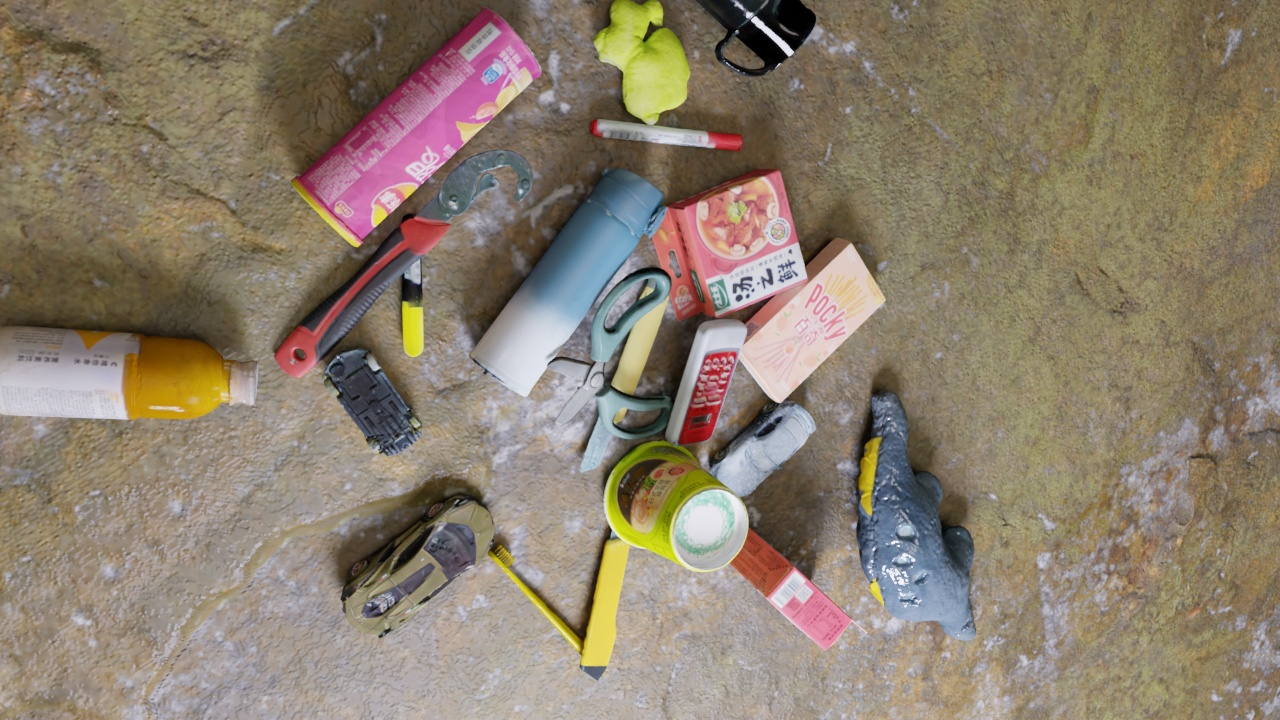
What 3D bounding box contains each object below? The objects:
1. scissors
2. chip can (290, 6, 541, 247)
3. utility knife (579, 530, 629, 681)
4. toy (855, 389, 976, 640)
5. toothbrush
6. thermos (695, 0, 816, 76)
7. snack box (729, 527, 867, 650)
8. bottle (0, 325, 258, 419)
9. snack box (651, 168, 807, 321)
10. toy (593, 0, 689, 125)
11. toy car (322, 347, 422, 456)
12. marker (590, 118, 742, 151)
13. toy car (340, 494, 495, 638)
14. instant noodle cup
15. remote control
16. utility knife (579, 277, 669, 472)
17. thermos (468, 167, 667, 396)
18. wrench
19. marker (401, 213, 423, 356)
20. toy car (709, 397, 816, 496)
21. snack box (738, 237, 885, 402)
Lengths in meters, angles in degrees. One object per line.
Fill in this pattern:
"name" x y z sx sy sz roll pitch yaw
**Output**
"scissors" -0.005 0.004 0.855 0.171 0.019 0.170 -54 134 0
"chip can" -0.178 -0.188 0.742 0.210 0.071 0.071 -44 114 -5
"utility knife" -0.028 0.219 0.928 0.033 0.015 0.216 10 94 -29
"toy" 0.303 0.208 1.015 0.137 0.092 0.356 -44 118 -35
"toothbrush" -0.089 0.251 0.918 0.016 0.016 0.190 -42 113 -13
"thermos" 0.042 -0.343 0.779 0.242 0.068 0.090 36 85 -24
"snack box" 0.154 0.238 0.948 0.044 0.113 0.127 -48 114 -4
"bottle" -0.401 0.012 0.715 0.189 0.068 0.068 4 102 -20
"snack box" 0.083 -0.107 0.870 0.127 0.044 0.113 -24 111 -12
"toy" 0.006 -0.265 0.809 0.100 0.031 0.096 26 92 -23
"toy car" -0.234 0.035 0.801 0.049 0.031 0.105 -34 114 -10
"marker" 0.025 -0.206 0.838 0.145 0.017 0.017 1 103 -19
"toy car" -0.204 0.189 0.849 0.158 0.042 0.070 -40 114 -9
"instant noodle cup" 0.039 0.142 0.870 0.111 0.123 0.112 -3 98 -24
"remote control" 0.063 0.023 0.886 0.055 0.020 0.136 -5 123 -37
"utility knife" -0.015 0.015 0.881 0.031 0.021 0.204 19 90 -19
"thermos" -0.062 -0.072 0.816 0.070 0.070 0.220 37 90 -24
"wrench" -0.204 -0.085 0.778 0.273 0.016 0.056 -41 101 0
"marker" -0.199 -0.065 0.798 0.018 0.015 0.124 -1 101 -12
"toy car" 0.125 0.091 0.943 0.120 0.037 0.054 -42 114 -2
"snack box" 0.169 -0.040 0.923 0.157 0.026 0.084 -43 121 -4
